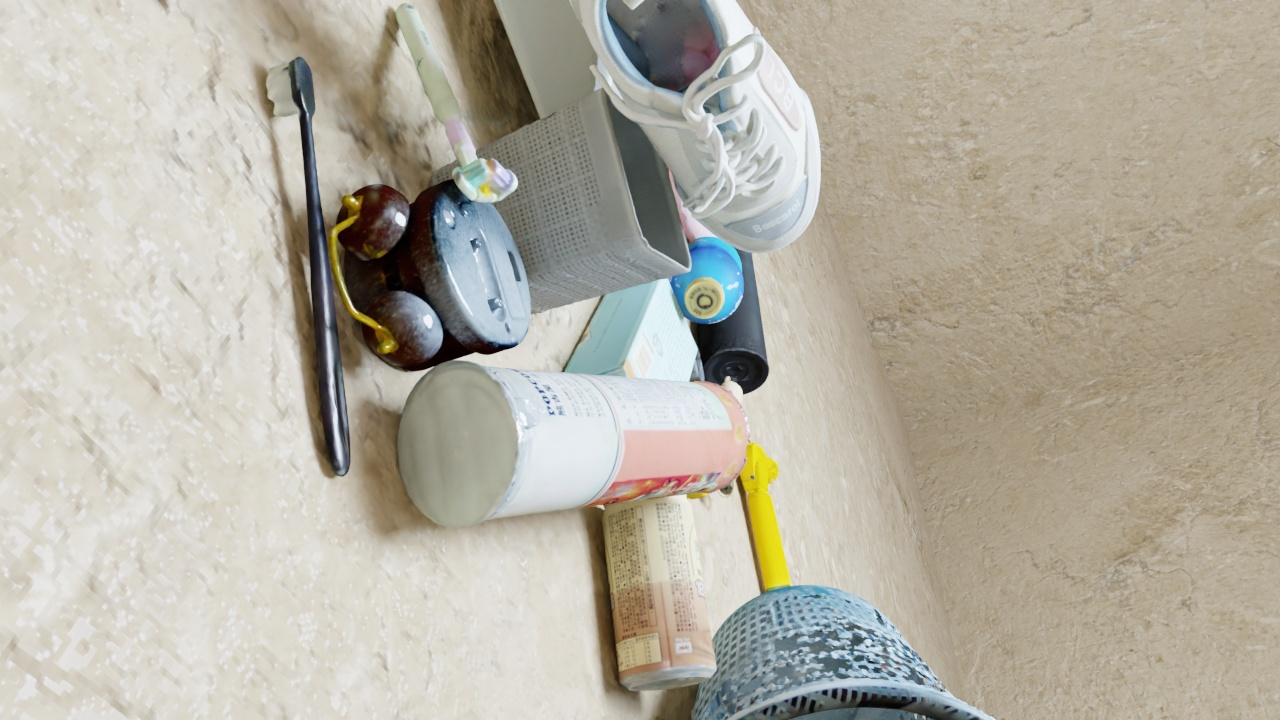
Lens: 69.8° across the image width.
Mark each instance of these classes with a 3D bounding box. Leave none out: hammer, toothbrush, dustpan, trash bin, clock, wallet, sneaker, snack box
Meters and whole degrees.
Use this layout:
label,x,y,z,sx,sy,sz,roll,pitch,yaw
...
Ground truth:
label,x,y,z,sx,sy,sz,roll,pitch,yaw
hammer,0.134,0.223,0.890,0.128,0.033,0.300,34,42,-62
toothbrush,-0.101,-0.138,0.465,0.189,0.029,0.020,62,-37,41
dustpan,-0.011,-0.225,0.649,0.222,0.143,0.258,-67,134,-81
trash bin,0.115,0.251,0.575,0.195,0.227,0.226,-84,153,-77
clock,-0.097,-0.038,0.417,0.121,0.055,0.082,-6,80,-71
wallet,0.080,0.063,0.833,0.115,0.024,0.087,-62,152,-75
sneaker,0.042,-0.127,0.467,0.242,0.089,0.090,47,16,-45
snack box,-0.004,0.004,0.657,0.174,0.052,0.074,-68,139,-61
toothbrush,-0.135,-0.041,0.379,0.015,0.018,0.181,63,16,-79

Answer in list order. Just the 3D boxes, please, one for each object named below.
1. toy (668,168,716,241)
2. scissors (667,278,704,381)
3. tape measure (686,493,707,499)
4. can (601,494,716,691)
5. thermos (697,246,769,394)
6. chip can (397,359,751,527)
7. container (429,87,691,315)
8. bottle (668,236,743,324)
label,x,y,z,sx,sy,sz,roll,pitch,yaw
toy,0.062,-0.190,0.942,0.121,0.054,0.159,-48,117,-42
scissors,0.029,-0.054,0.871,0.159,0.014,0.180,-26,96,-75
tape measure,0.038,0.084,0.743,0.060,0.029,0.057,34,42,-63
can,0.010,0.139,0.565,0.058,0.059,0.116,41,37,-58
thermos,0.099,-0.068,0.986,0.090,0.069,0.242,50,28,-38
chip can,-0.020,0.040,0.474,0.214,0.071,0.071,5,68,-56
container,-0.045,-0.080,0.511,0.090,0.114,0.090,14,61,-69
bottle,0.058,-0.069,0.801,0.218,0.065,0.065,-65,136,-78
